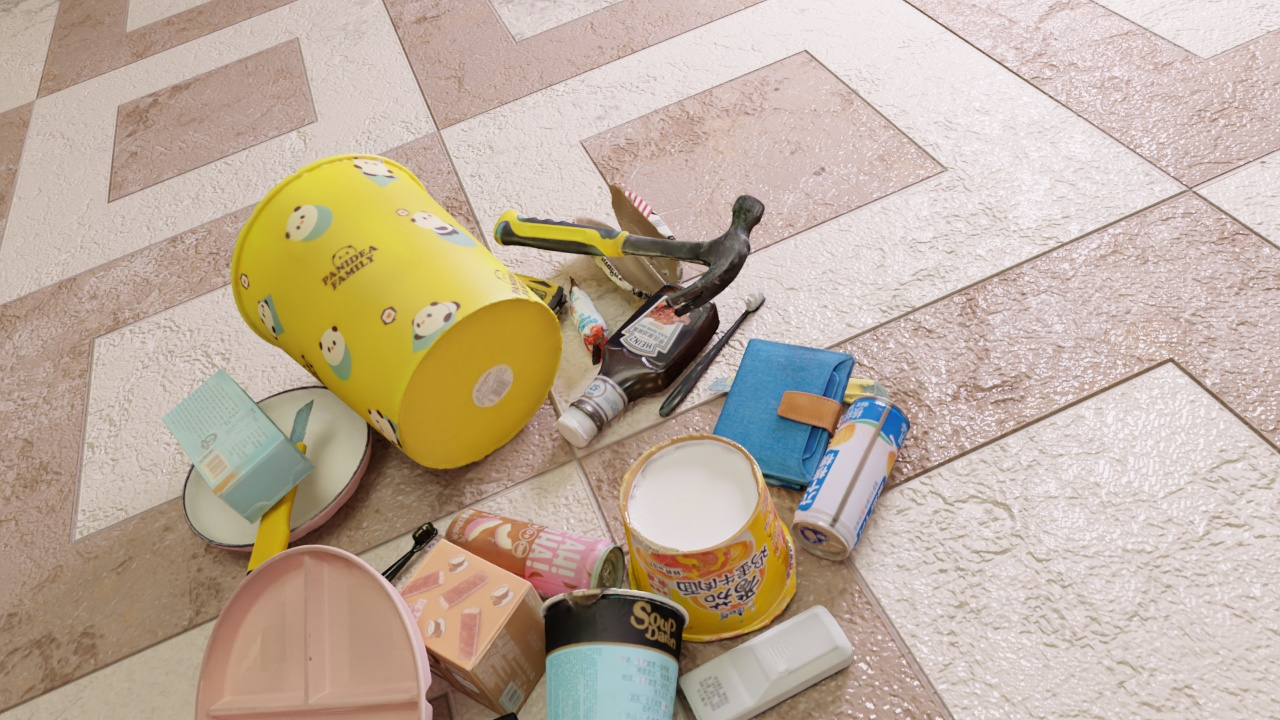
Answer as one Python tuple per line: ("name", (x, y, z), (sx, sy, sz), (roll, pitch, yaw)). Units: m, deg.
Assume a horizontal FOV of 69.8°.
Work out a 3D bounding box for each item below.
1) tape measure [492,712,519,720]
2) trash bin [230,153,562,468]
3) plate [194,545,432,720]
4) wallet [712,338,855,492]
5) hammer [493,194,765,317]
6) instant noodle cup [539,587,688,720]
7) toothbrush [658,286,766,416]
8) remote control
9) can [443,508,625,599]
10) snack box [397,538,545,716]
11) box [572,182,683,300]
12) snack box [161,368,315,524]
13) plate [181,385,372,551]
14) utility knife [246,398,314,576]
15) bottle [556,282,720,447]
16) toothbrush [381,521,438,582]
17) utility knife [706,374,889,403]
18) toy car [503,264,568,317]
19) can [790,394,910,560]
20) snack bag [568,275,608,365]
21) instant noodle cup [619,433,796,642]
("tape measure", (-0.085, 0.288, 0.637), (0.033, 0.066, 0.066), (-24, 45, -8))
("trash bin", (-0.224, -0.043, 0.884), (0.229, 0.230, 0.255), (-40, 57, -20))
("plate", (-0.240, 0.252, 0.673), (0.230, 0.028, 0.229), (-7, 76, 27))
("wallet", (0.123, 0.045, 0.811), (0.106, 0.040, 0.132), (11, 64, 27))
("hammer", (-0.033, -0.120, 0.949), (0.324, 0.032, 0.126), (12, 69, 37))
("instant noodle cup", (-0.022, 0.237, 0.646), (0.111, 0.111, 0.120), (-5, 54, 12))
("toothbrush", (0.072, -0.010, 0.902), (0.016, 0.018, 0.180), (26, 61, 29))
("remote control", (0.092, 0.225, 0.672), (0.125, 0.024, 0.049), (-26, 46, -7))
("can", (-0.090, 0.164, 0.759), (0.147, 0.058, 0.057), (8, 51, 23))
("snack box", (-0.127, 0.206, 0.706), (0.094, 0.093, 0.076), (17, 55, 30))
("box", (-0.018, -0.122, 0.994), (0.088, 0.076, 0.162), (-26, 50, -15))
("snack box", (-0.380, 0.077, 0.862), (0.074, 0.052, 0.175), (-44, 45, -17))
("plate", (-0.349, 0.109, 0.902), (0.192, 0.039, 0.192), (-9, 46, 9))
("utility knife", (-0.326, 0.117, 0.846), (0.033, 0.015, 0.208), (-15, 46, 12))
("bottle", (-0.005, 0.005, 0.892), (0.080, 0.044, 0.194), (27, 61, 33))
("toothbrush", (-0.251, 0.218, 0.779), (0.026, 0.027, 0.212), (22, 58, 39))
("utility knife", (0.145, 0.027, 0.850), (0.168, 0.018, 0.030), (-1, 43, 22))
("toy car", (-0.151, -0.069, 1.006), (0.156, 0.041, 0.071), (19, 56, 32))
("can", (0.172, 0.094, 0.748), (0.053, 0.053, 0.134), (16, 55, 29))
("snack bag", (-0.055, -0.042, 0.950), (0.026, 0.045, 0.105), (-15, 45, -15))
("instant noodle cup", (0.048, 0.131, 0.713), (0.138, 0.110, 0.137), (-8, 46, 8))
